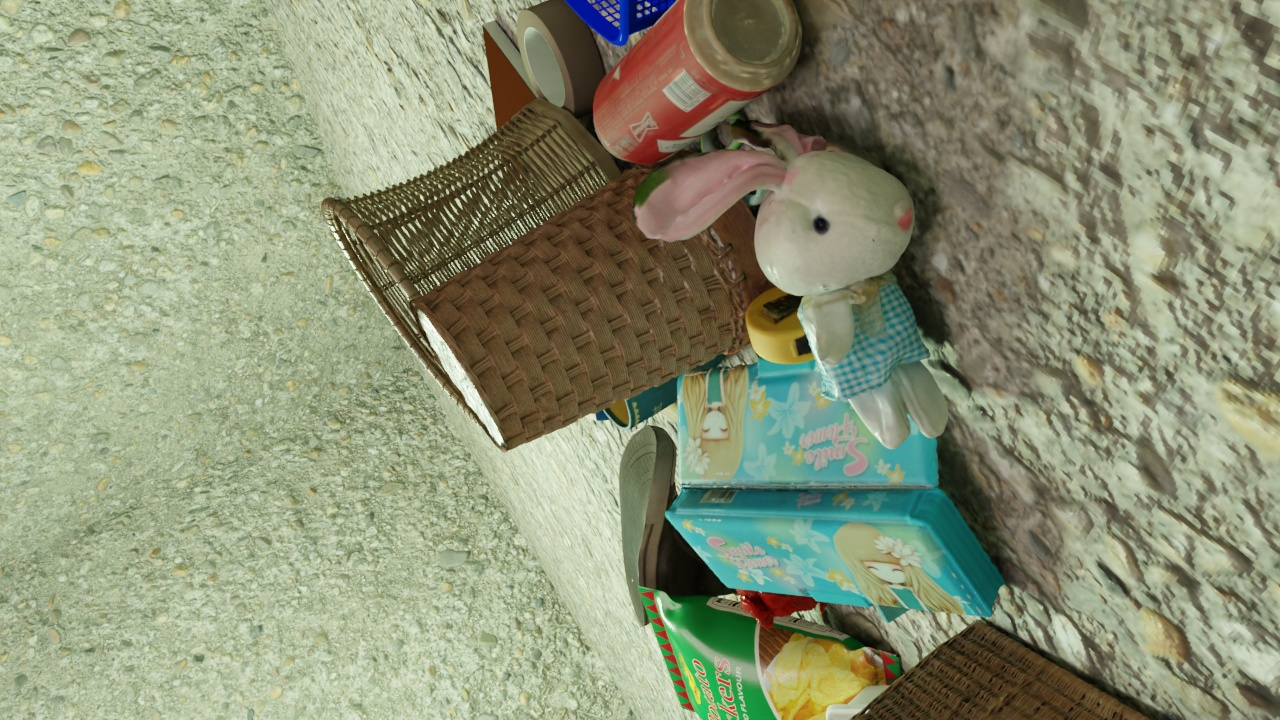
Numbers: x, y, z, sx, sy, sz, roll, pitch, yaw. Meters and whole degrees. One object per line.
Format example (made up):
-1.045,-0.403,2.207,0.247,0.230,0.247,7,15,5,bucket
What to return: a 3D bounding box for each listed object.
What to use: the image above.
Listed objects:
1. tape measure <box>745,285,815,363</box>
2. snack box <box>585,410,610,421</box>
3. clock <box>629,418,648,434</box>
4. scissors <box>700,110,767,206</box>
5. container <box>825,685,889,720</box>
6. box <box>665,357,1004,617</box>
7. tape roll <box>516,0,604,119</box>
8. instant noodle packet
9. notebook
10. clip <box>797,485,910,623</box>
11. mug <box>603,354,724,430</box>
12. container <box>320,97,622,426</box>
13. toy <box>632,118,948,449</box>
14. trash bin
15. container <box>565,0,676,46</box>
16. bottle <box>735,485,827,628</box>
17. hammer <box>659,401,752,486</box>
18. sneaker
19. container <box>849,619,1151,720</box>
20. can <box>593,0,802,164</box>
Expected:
0.095,-0.026,0.574,0.068,0.058,0.030,39,152,53,tape measure
-0.056,-0.015,0.995,0.088,0.033,0.154,-174,76,-70,snack box
-0.005,0.005,0.855,0.087,0.044,0.124,139,133,-60,clock
0.045,-0.126,0.647,0.072,0.033,0.176,59,159,-2,scissors
0.215,0.319,0.737,0.081,0.049,0.129,-22,97,44,container
0.108,0.087,0.616,0.228,0.073,0.181,-9,104,50,box
-0.065,-0.243,0.747,0.093,0.030,0.094,53,161,27,tape roll
0.128,0.308,0.868,0.253,0.090,0.196,7,129,32,instant noodle packet
-0.106,-0.208,0.936,0.171,0.022,0.209,56,162,24,notebook
0.154,0.138,0.719,0.113,0.028,0.127,19,135,63,clip
0.018,-0.003,0.754,0.084,0.104,0.112,64,160,-7,mug
-0.121,-0.090,0.783,0.227,0.196,0.227,47,163,19,container
0.104,-0.042,0.477,0.205,0.130,0.106,57,148,-5,toy
-0.031,-0.033,0.632,0.151,0.209,0.151,52,163,23,trash bin
-0.016,-0.255,0.542,0.114,0.058,0.096,53,161,27,container
0.119,0.167,0.764,0.099,0.098,0.111,24,133,63,bottle
0.025,0.037,0.921,0.330,0.033,0.132,34,149,57,hammer
0.046,0.157,0.908,0.095,0.119,0.235,-123,26,-59,sneaker
0.232,0.257,0.525,0.113,0.113,0.198,63,165,-19,container
0.025,-0.164,0.534,0.067,0.067,0.170,64,159,-6,can
